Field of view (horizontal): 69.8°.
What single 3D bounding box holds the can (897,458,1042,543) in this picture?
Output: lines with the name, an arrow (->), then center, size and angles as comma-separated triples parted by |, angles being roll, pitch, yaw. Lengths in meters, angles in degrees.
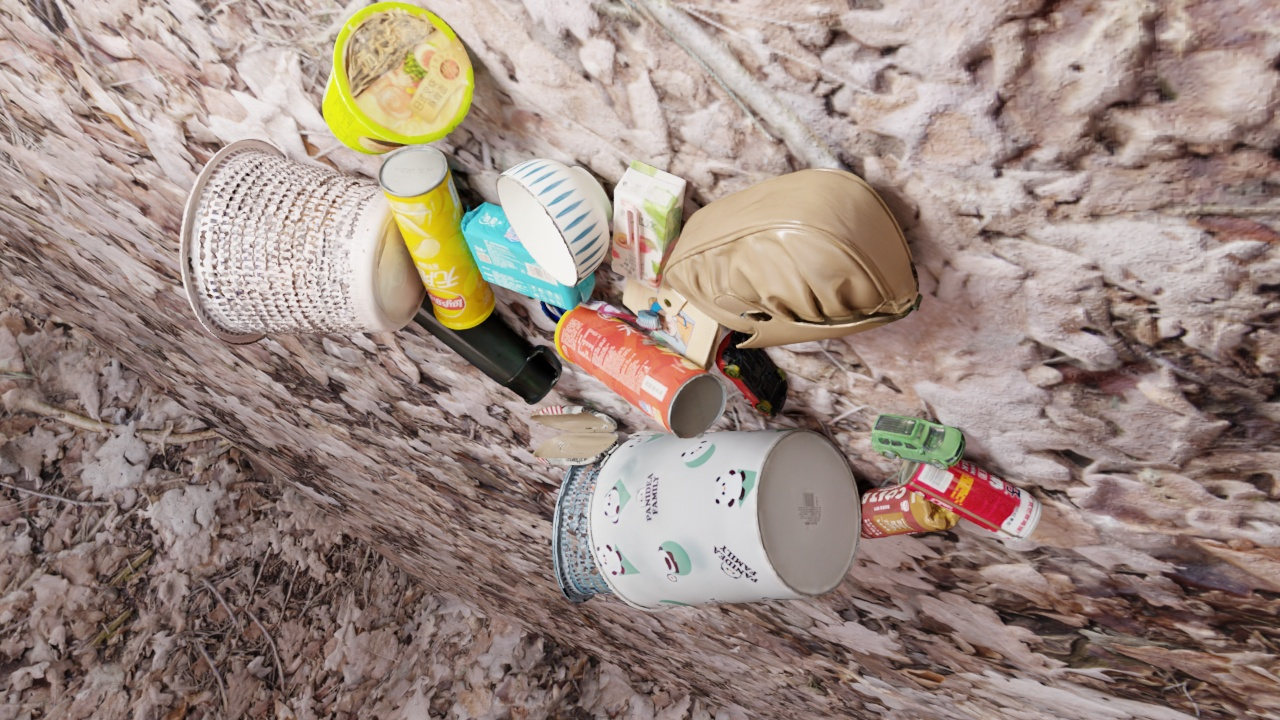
can -> 0.335, 0.134, 0.934 | 0.133, 0.053, 0.053 | 27, 155, 3

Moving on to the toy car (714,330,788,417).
toy car -> 0.115, 0.015, 0.939 | 0.031, 0.049, 0.106 | -2, 141, 48

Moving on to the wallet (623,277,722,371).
wallet -> 0.032, -0.049, 0.896 | 0.115, 0.024, 0.087 | 43, 154, 20

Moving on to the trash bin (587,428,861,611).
trash bin -> 0.103, 0.185, 1.084 | 0.253, 0.229, 0.229 | -13, 133, 47

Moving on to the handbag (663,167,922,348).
handbag -> 0.113, -0.067, 0.730 | 0.147, 0.099, 0.205 | 35, 158, -22

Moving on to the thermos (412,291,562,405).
thermos -> -0.203, -0.042, 1.148 | 0.242, 0.068, 0.090 | 39, 127, -25

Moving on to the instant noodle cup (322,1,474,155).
instant noodle cup -> -0.214, -0.225, 0.773 | 0.111, 0.111, 0.124 | 40, 161, -23

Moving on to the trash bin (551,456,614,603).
trash bin -> 0.009, 0.244, 1.317 | 0.195, 0.226, 0.227 | 2, 146, 21

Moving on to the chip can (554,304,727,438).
chip can -> -0.006, 0.005, 0.935 | 0.217, 0.073, 0.073 | 32, 165, 49

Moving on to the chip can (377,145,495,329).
chip can -> -0.210, -0.123, 0.968 | 0.072, 0.071, 0.214 | 20, 150, 18

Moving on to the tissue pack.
tissue pack -> -0.116, -0.108, 0.942 | 0.133, 0.050, 0.093 | 20, 154, 18

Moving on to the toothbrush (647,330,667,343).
toothbrush -> 0.039, -0.036, 0.947 | 0.027, 0.026, 0.225 | 29, 156, -22

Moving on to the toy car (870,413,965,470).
toy car -> 0.272, 0.077, 0.904 | 0.091, 0.043, 0.036 | 11, 149, 32

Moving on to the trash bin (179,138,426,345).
trash bin -> -0.344, -0.117, 0.997 | 0.192, 0.227, 0.228 | 8, 151, 11

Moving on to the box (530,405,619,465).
box -> -0.098, 0.113, 1.292 | 0.163, 0.088, 0.076 | -6, 153, 46

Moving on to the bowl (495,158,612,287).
bowl -> -0.068, -0.130, 0.814 | 0.116, 0.066, 0.117 | 46, 161, 20

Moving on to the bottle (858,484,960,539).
bottle -> 0.286, 0.172, 1.049 | 0.057, 0.057, 0.175 | 34, 154, -12

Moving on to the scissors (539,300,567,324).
scissors -> -0.072, -0.024, 1.100 | 0.108, 0.012, 0.175 | 21, 155, 12

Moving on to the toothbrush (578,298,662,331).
toothbrush -> -0.042, -0.060, 0.957 | 0.188, 0.016, 0.017 | 22, 134, 46

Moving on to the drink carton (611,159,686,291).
drink carton -> 0.005, -0.116, 0.812 | 0.053, 0.045, 0.123 | 25, 154, 10
